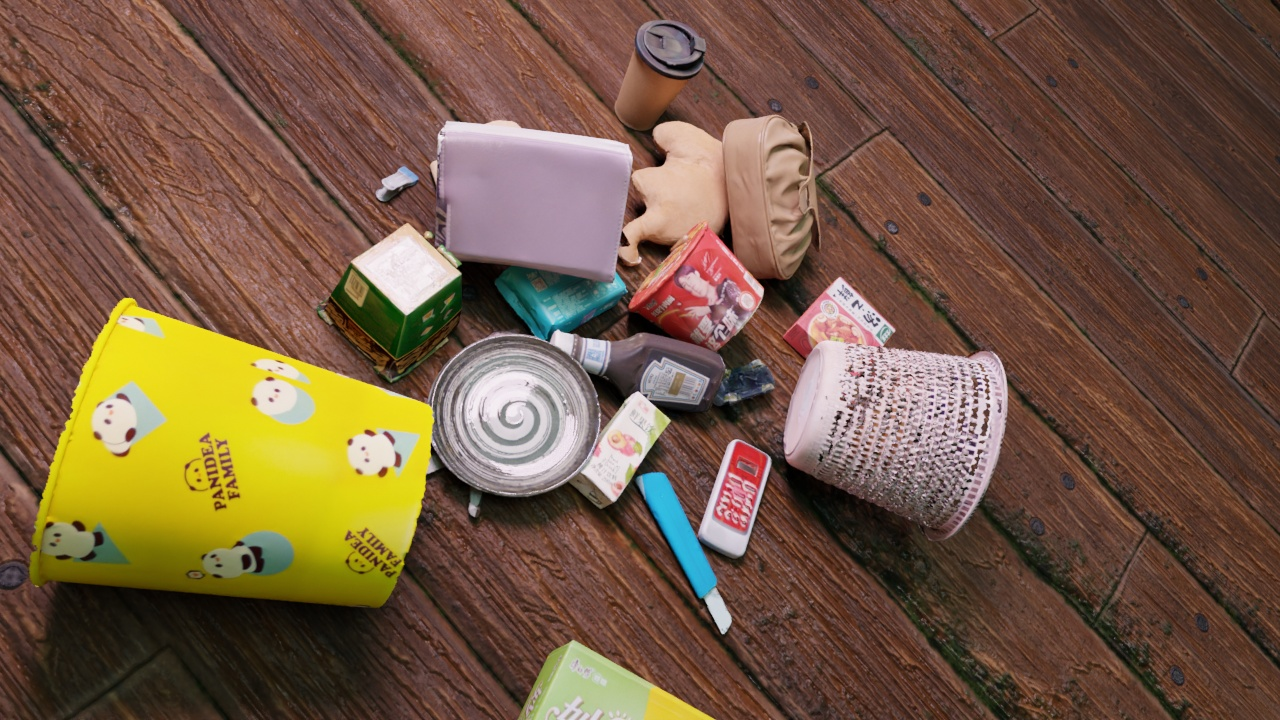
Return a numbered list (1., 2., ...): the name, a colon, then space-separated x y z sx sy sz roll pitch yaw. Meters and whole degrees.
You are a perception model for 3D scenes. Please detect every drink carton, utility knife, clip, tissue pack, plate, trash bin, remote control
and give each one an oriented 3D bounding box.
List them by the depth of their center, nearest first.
1. trash bin: -0.323 0.094 0.764 0.255 0.230 0.229 17 58 -21
2. plate: -0.131 0.058 0.950 0.179 0.024 0.179 6 65 -13
3. utility knife: 0.050 0.203 0.982 0.034 0.018 0.187 -23 75 -19
4. drink carton: -0.023 0.097 0.990 0.053 0.046 0.122 41 56 -6
5. remote control: 0.108 0.154 1.032 0.056 0.020 0.135 29 56 -8
6. trash bin: 0.276 0.072 1.048 0.192 0.228 0.226 16 58 -1
7. tissue pack: -0.090 -0.084 1.054 0.133 0.050 0.093 -31 80 -32
8. clip: -0.280 -0.204 1.056 0.024 0.026 0.056 40 43 -3

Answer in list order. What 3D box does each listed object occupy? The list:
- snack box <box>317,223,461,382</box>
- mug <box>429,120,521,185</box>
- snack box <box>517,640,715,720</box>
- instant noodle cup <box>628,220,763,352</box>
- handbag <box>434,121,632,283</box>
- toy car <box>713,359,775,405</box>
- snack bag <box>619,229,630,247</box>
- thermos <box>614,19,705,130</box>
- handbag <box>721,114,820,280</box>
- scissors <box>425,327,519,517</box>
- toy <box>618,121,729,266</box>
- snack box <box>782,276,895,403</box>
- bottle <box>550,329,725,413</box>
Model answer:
1. snack box: -0.250 -0.068 0.942 0.118 0.106 0.117 42 56 3
2. mug: -0.175 -0.208 1.073 0.124 0.084 0.103 -21 71 -3
3. snack box: -0.017 0.376 0.830 0.210 0.070 0.157 31 56 -6
4. instant noodle cup: 0.070 -0.078 1.074 0.108 0.138 0.137 41 55 -9
5. handbag: -0.114 -0.168 0.972 0.197 0.145 0.098 6 20 -7
6. toy car: 0.120 0.029 1.095 0.090 0.034 0.043 -16 69 -32
7. snack bag: -0.039 -0.142 1.080 0.026 0.105 0.045 -36 93 -16
8. thermos: 0.020 -0.369 1.195 0.093 0.144 0.093 10 60 -18
9. handbag: 0.173 -0.207 1.158 0.147 0.100 0.205 -34 121 -49
10. scissors: -0.151 0.059 0.972 0.226 0.015 0.189 -17 72 -30
11. toy: 0.051 -0.202 1.165 0.143 0.083 0.225 28 61 -8
12. snack box: 0.266 -0.027 1.181 0.127 0.044 0.113 44 56 3
13. bottle: -0.006 0.006 1.027 0.194 0.080 0.044 13 26 -15
